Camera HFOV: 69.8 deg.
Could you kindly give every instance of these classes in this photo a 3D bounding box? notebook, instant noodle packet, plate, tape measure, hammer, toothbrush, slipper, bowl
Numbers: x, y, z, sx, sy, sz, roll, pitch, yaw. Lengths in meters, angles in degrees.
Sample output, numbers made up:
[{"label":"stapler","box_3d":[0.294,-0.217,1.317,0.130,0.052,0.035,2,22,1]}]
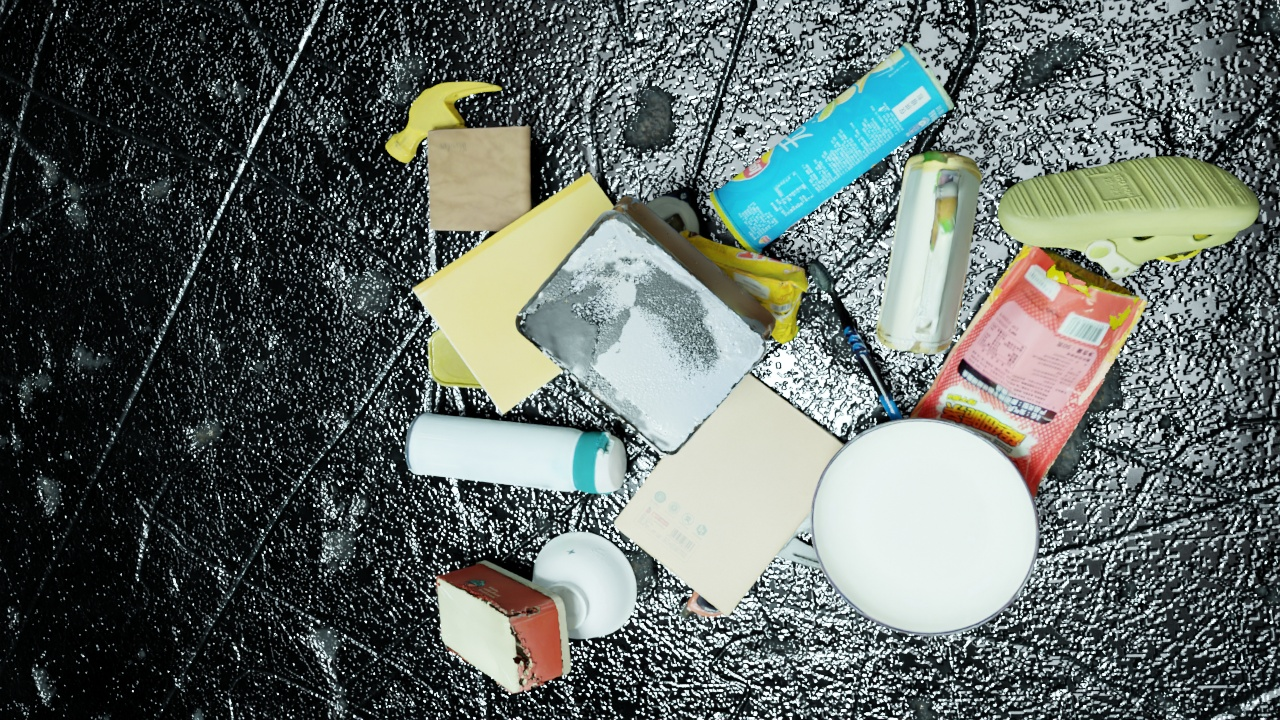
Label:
[{"label":"notebook","box_3d":[-0.089,-0.066,0.874,0.206,0.010,0.146,-37,93,-13]},{"label":"instant noodle packet","box_3d":[0.089,-0.066,0.839,0.128,0.111,0.044,20,67,14]},{"label":"notebook","box_3d":[0.089,0.128,0.902,0.148,0.008,0.208,37,101,10]},{"label":"plate","box_3d":[0.251,0.146,0.819,0.193,0.039,0.192,0,92,18]},{"label":"tape measure","box_3d":[0.030,-0.125,0.878,0.066,0.033,0.066,-23,91,19]},{"label":"hammer","box_3d":[-0.122,-0.157,0.920,0.129,0.032,0.300,-43,85,20]},{"label":"toothbrush","box_3d":[0.202,-0.009,0.845,0.014,0.016,0.189,-29,83,28]},{"label":"slipper","box_3d":[0.392,-0.113,0.754,0.191,0.091,0.082,-3,136,9]},{"label":"bowl","box_3d":[-0.069,0.245,0.954,0.118,0.064,0.118,3,101,16]}]

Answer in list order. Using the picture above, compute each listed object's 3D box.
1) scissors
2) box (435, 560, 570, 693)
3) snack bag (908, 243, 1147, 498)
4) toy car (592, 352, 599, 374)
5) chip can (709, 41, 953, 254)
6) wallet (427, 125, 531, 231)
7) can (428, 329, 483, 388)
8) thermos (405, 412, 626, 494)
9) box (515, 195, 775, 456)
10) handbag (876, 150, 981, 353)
[{"label":"scissors","box_3d":[0.109,0.180,0.916,0.225,0.015,0.189,-39,87,18]},{"label":"box","box_3d":[-0.150,0.271,0.934,0.169,0.078,0.091,6,103,52]},{"label":"snack bag","box_3d":[0.331,0.013,0.798,0.128,0.073,0.208,30,114,17]},{"label":"toy car","box_3d":[-0.005,0.005,0.909,0.105,0.032,0.048,30,98,7]},{"label":"chip can","box_3d":[0.164,-0.183,0.808,0.211,0.071,0.071,-36,88,18]},{"label":"wallet","box_3d":[-0.159,-0.177,0.901,0.115,0.020,0.101,3,99,20]},{"label":"can","box_3d":[-0.149,-0.007,0.926,0.102,0.083,0.057,2,100,16]},{"label":"thermos","box_3d":[-0.126,0.098,0.947,0.224,0.073,0.073,5,100,16]},{"label":"box","box_3d":[0.008,-0.038,0.805,0.182,0.166,0.150,41,95,-2]},{"label":"handbag","box_3d":[0.240,-0.085,0.746,0.063,0.178,0.163,8,100,10]}]
